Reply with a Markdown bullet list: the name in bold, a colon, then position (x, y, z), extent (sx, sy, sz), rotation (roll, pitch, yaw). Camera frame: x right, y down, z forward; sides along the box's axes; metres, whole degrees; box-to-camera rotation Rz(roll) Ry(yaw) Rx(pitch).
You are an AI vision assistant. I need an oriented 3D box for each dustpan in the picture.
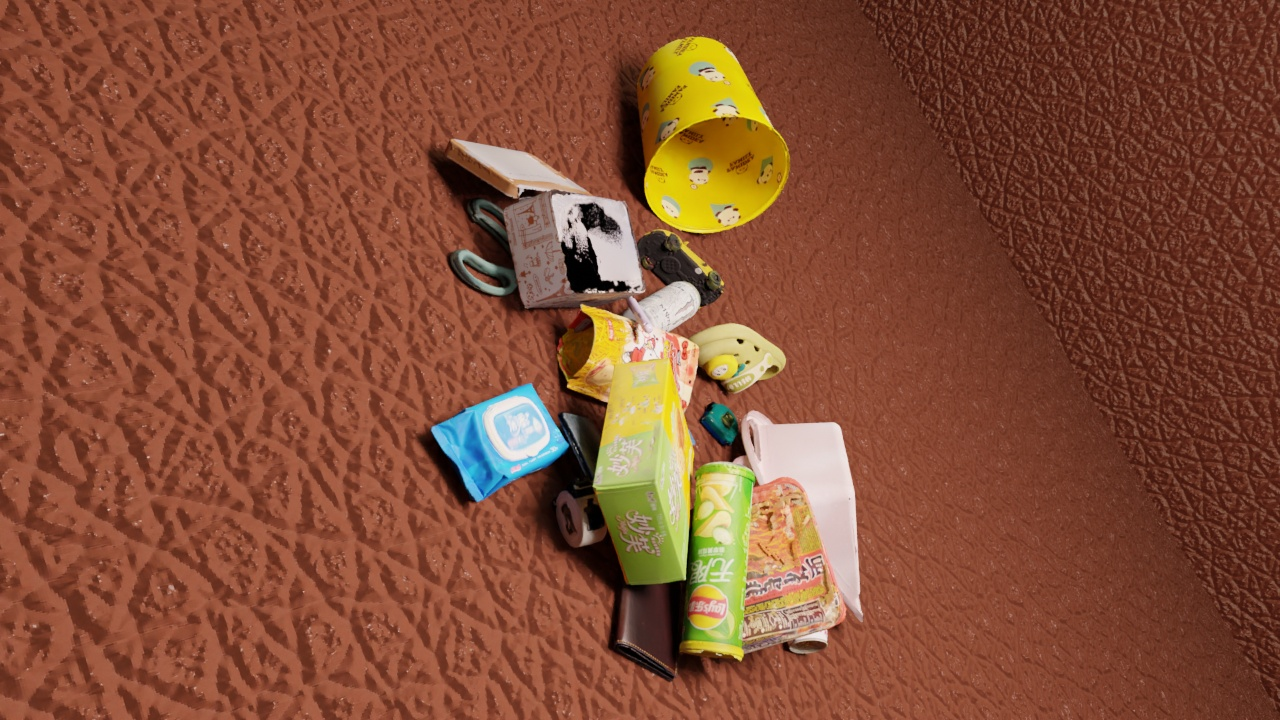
- **dustpan**: position (0.220, 0.196, 1.273), extent (0.222, 0.139, 0.274), rotation (-83, 165, -62)

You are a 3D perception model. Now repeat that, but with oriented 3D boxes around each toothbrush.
- **toothbrush**: position (-0.010, -0.074, 1.207), extent (0.021, 0.029, 0.189), rotation (56, 2, -27)

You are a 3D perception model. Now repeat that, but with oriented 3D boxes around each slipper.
- **slipper**: position (0.149, 0.005, 1.351), extent (0.190, 0.092, 0.081), rotation (20, 51, -44)

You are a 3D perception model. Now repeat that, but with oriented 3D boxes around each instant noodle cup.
- **instant noodle cup**: position (0.145, 0.250, 1.106), extent (0.079, 0.165, 0.188), rotation (51, 22, -64)

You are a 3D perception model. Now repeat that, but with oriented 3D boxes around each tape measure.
- **tape measure**: position (-0.064, 0.166, 0.988), extent (0.033, 0.066, 0.066), rotation (-10, 66, -31)
- **tape measure**: position (0.115, 0.087, 1.297), extent (0.058, 0.025, 0.054), rotation (48, 37, -10)

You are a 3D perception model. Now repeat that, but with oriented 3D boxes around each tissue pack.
- **tissue pack**: position (-0.145, 0.083, 0.976), extent (0.156, 0.052, 0.095), rotation (-24, 81, -54)

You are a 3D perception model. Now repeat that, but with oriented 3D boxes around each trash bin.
- **trash bin**: position (0.102, -0.380, 1.502), extent (0.229, 0.230, 0.254), rotation (24, 40, -36)

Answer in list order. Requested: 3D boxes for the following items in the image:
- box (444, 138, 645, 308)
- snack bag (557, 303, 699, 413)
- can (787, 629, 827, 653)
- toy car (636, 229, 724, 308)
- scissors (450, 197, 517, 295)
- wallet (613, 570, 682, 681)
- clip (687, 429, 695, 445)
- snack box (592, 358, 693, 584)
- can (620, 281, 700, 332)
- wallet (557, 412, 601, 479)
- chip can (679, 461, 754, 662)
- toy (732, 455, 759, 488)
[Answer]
- **box**: position (-0.113, -0.185, 1.162), extent (0.274, 0.124, 0.178), rotation (57, 28, 14)
- **snack bag**: position (-0.007, 0.007, 1.180), extent (0.207, 0.073, 0.128), rotation (20, 73, -39)
- **can**: position (0.210, 0.311, 1.201), extent (0.053, 0.053, 0.132), rotation (27, 44, -34)
- **toy car**: position (0.061, -0.140, 1.378), extent (0.156, 0.071, 0.041), rotation (40, 39, -19)
- **scissors**: position (-0.171, -0.140, 1.157), extent (0.172, 0.019, 0.179), rotation (10, 54, -43)
- **wallet**: position (0.011, 0.282, 1.027), extent (0.096, 0.020, 0.122), rotation (40, 37, -28)
- **clip**: position (0.053, 0.106, 1.220), extent (0.057, 0.030, 0.024), rotation (-1, 65, -61)
- **snack box**: position (0.010, 0.121, 1.031), extent (0.209, 0.070, 0.158), rotation (-82, 161, -53)
- **can**: position (0.029, -0.068, 1.295), extent (0.058, 0.058, 0.146), rotation (55, 35, 1)
- **wallet**: position (-0.052, 0.115, 1.052), extent (0.121, 0.019, 0.097), rotation (63, 8, 14)
- **chip can**: position (0.089, 0.226, 1.052), extent (0.072, 0.073, 0.220), rotation (25, 62, -35)
- **toy**: position (0.178, 0.200, 1.259), extent (0.159, 0.054, 0.121), rotation (41, 34, -31)
